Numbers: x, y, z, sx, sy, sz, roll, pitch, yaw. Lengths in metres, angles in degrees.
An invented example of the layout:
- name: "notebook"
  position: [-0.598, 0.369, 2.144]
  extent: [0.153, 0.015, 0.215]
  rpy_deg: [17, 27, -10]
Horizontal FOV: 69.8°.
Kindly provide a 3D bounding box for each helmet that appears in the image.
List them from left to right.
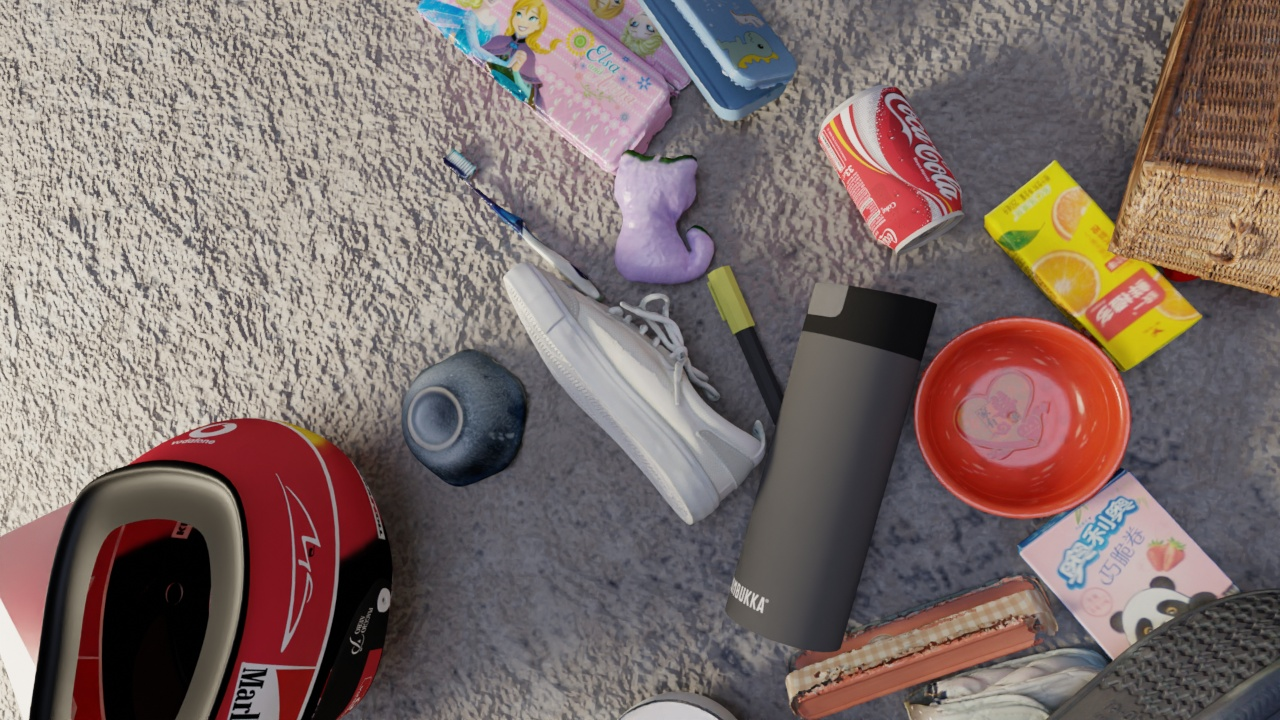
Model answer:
- name: "helmet"
  position: [-0.291, 0.180, 0.677]
  extent: [0.198, 0.224, 0.270]
  rpy_deg: [-2, 74, 15]

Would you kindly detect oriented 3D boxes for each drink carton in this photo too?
- name: "drink carton"
  position: [0.293, -0.060, 0.603]
  extent: [0.059, 0.043, 0.134]
  rpy_deg: [-41, 76, 14]

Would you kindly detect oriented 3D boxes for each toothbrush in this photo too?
- name: "toothbrush"
  position: [-0.095, -0.110, 0.742]
  extent: [0.189, 0.016, 0.017]
  rpy_deg: [43, 90, 15]

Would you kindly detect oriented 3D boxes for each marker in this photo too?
- name: "marker"
  position: [0.081, -0.010, 0.680]
  extent: [0.021, 0.017, 0.124]
  rpy_deg: [-31, 78, 47]

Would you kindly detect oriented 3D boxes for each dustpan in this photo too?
- name: "dustpan"
  position: [-0.400, 0.229, 0.723]
  extent: [0.053, 0.191, 0.258]
  rpy_deg: [-18, 99, 16]

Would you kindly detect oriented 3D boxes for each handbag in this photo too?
- name: "handbag"
  position: [0.263, 0.291, 0.579]
  extent: [0.139, 0.072, 0.194]
  rpy_deg: [-21, 81, 15]

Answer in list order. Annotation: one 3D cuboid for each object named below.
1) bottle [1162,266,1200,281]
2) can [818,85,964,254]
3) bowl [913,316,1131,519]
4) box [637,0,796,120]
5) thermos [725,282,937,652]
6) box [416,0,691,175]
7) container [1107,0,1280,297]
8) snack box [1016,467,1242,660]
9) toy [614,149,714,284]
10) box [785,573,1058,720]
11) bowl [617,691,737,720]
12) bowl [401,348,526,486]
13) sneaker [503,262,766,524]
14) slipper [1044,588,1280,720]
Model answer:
- name: "bottle"
  position: [0.395, -0.076, 0.574]
  extent: [0.119, 0.036, 0.036]
  rpy_deg: [-9, 85, 16]
- name: "can"
  position: [0.173, -0.131, 0.632]
  extent: [0.064, 0.064, 0.104]
  rpy_deg: [-30, 79, 14]
- name: "bowl"
  position: [0.250, 0.038, 0.610]
  extent: [0.131, 0.045, 0.130]
  rpy_deg: [-1, 87, 18]
- name: "box"
  position: [0.038, -0.276, 0.672]
  extent: [0.068, 0.059, 0.210]
  rpy_deg: [-30, 75, -5]
- name: "thermos"
  position: [0.129, 0.067, 0.627]
  extent: [0.082, 0.082, 0.240]
  rpy_deg: [16, 92, 17]
- name: "box"
  position: [-0.053, -0.274, 0.727]
  extent: [0.230, 0.035, 0.159]
  rpy_deg: [41, 100, 14]
- name: "container"
  position: [0.360, -0.147, 0.526]
  extent: [0.113, 0.114, 0.198]
  rpy_deg: [17, 75, 22]
- name: "snack box"
  position: [0.328, 0.155, 0.586]
  extent: [0.088, 0.033, 0.154]
  rpy_deg: [-41, 77, 12]
- name: "toy"
  position: [0.018, -0.107, 0.694]
  extent: [0.080, 0.036, 0.100]
  rpy_deg: [5, 96, 5]
- name: "box"
  position: [0.190, 0.195, 0.632]
  extent: [0.188, 0.063, 0.056]
  rpy_deg: [-22, 117, 13]
- name: "bowl"
  position: [0.032, 0.291, 0.657]
  extent: [0.113, 0.063, 0.113]
  rpy_deg: [-1, 88, 18]
- name: "bowl"
  position: [-0.150, 0.045, 0.731]
  extent: [0.110, 0.055, 0.110]
  rpy_deg: [-1, 87, 18]
- name: "sneaker"
  position: [-0.004, 0.004, 0.678]
  extent: [0.090, 0.090, 0.242]
  rpy_deg: [-37, 67, -14]
- name: "slipper"
  position: [0.286, 0.221, 0.497]
  extent: [0.268, 0.111, 0.083]
  rpy_deg: [-32, 84, -4]
